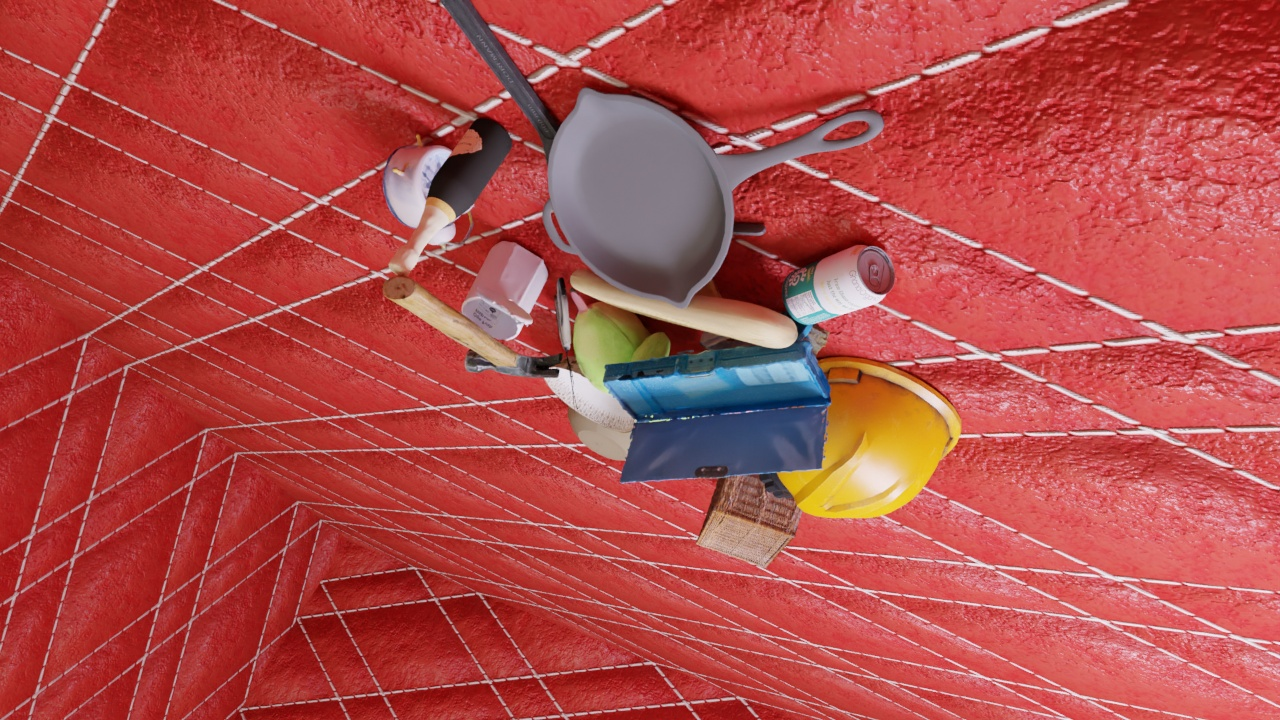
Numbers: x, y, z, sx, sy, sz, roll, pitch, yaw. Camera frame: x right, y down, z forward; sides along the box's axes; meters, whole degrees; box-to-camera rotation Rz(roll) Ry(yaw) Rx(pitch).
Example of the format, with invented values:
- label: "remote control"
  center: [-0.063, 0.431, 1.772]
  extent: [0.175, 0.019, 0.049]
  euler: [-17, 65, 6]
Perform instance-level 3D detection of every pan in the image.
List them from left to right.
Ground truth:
- label: "pan"
  center: [0.048, -0.157, 0.797]
  extent: [0.356, 0.024, 0.216]
  euler: [-10, 113, 40]

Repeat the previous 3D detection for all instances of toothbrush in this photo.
- label: "toothbrush"
  center: [0.048, -0.131, 0.902]
  extent: [0.168, 0.012, 0.013]
  euler: [8, 156, 35]

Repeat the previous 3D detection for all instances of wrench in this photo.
- label: "wrench"
  center: [-0.106, -0.243, 0.843]
  extent: [0.073, 0.018, 0.273]
  euler: [2, 143, 41]

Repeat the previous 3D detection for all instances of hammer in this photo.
- label: "hammer"
  center: [-0.183, -0.028, 0.990]
  extent: [0.132, 0.033, 0.330]
  euler: [8, 169, 14]

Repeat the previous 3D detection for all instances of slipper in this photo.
- label: "slipper"
  center: [0.048, -0.074, 0.931]
  extent: [0.262, 0.079, 0.111]
  euler: [18, 177, 37]

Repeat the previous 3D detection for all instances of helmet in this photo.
- label: "helmet"
  center: [0.227, 0.111, 1.039]
  extent: [0.205, 0.131, 0.256]
  euler: [35, 152, -13]

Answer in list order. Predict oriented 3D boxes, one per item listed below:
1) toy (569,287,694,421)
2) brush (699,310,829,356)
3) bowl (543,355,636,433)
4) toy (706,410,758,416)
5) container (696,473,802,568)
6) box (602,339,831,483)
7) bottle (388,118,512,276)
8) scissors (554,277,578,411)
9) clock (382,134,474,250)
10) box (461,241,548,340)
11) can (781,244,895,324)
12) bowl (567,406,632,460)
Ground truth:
- label: "toy"
  center: [-0.006, 0.006, 1.097]
  extent: [0.197, 0.107, 0.150]
  euler: [23, 160, 14]
- label: "brush"
  center: [0.130, -0.025, 0.966]
  extent: [0.075, 0.055, 0.136]
  euler: [31, 153, -22]
- label: "bowl"
  center: [-0.054, 0.030, 1.224]
  extent: [0.145, 0.063, 0.145]
  euler: [27, 157, 12]
- label: "toy"
  center: [0.120, 0.043, 1.069]
  extent: [0.053, 0.098, 0.096]
  euler: [53, 141, -1]
- label: "container"
  center: [0.158, 0.206, 1.295]
  extent: [0.113, 0.113, 0.199]
  euler: [20, 155, 4]
- label: "box"
  center: [0.071, 0.057, 0.946]
  extent: [0.232, 0.112, 0.094]
  euler: [-7, 141, 26]
- label: "bottle"
  center: [-0.187, -0.155, 0.885]
  extent: [0.045, 0.184, 0.045]
  euler: [22, 154, 11]
- label: "scissors"
  center: [-0.089, -0.019, 1.107]
  extent: [0.012, 0.165, 0.150]
  euler: [-7, -161, -10]
- label: "clock"
  center: [-0.221, -0.177, 0.990]
  extent: [0.052, 0.088, 0.125]
  euler: [1, 143, 31]
- label: "box"
  center: [-0.152, -0.080, 1.046]
  extent: [0.084, 0.146, 0.137]
  euler: [33, 144, -18]
- label: "can"
  center: [0.180, -0.069, 0.841]
  extent: [0.055, 0.054, 0.102]
  euler: [37, 152, -19]
- label: "bowl"
  center: [-0.046, 0.107, 1.379]
  extent: [0.152, 0.050, 0.152]
  euler: [22, 153, 11]
